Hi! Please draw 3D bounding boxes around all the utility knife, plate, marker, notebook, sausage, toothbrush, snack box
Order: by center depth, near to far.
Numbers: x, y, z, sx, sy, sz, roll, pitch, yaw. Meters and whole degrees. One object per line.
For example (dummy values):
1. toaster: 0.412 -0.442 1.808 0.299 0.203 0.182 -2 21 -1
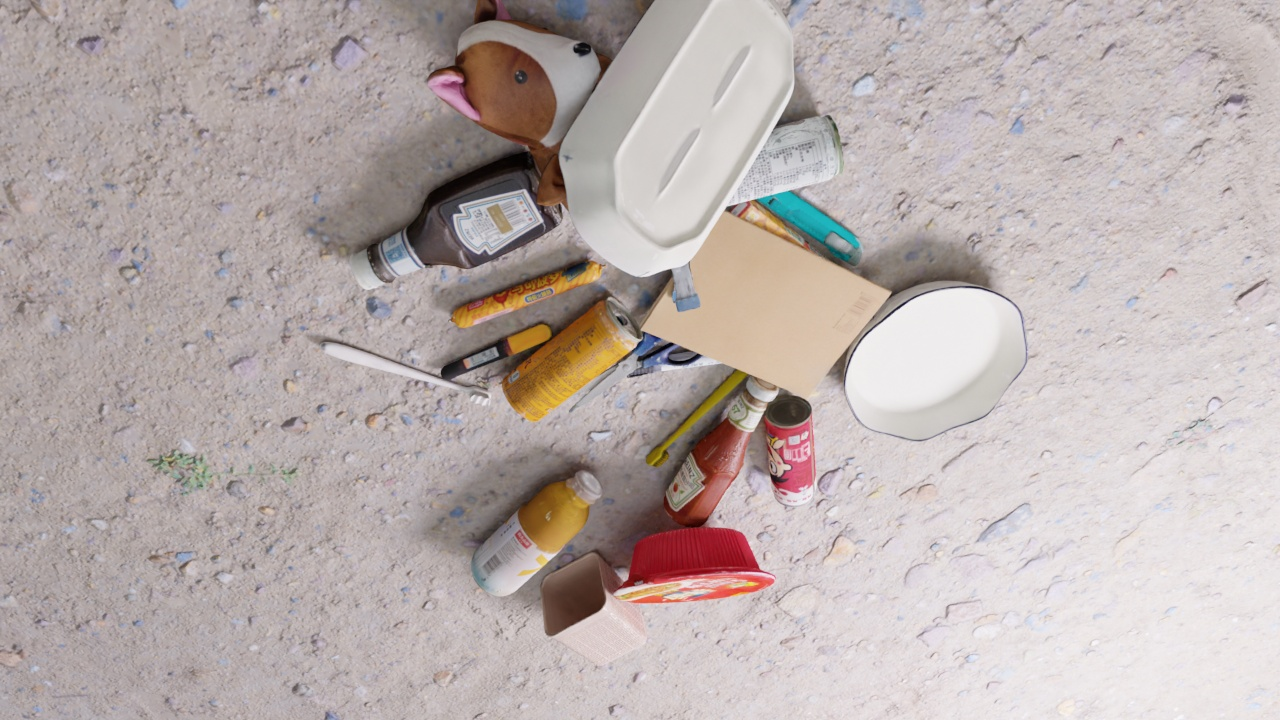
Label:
1. plate: 0.044 -0.192 0.731 0.162 0.034 0.265 39 79 -36
2. sausage: -0.111 -0.065 0.893 0.165 0.021 0.021 -20 127 4
3. utility knife: 0.167 -0.134 0.897 0.151 0.012 0.029 28 115 -27
4. snack box: 0.136 -0.092 0.914 0.155 0.027 0.077 31 117 -28
5. notebook: 0.126 -0.050 0.918 0.211 0.012 0.150 21 121 -22
6. toothbrush: -0.236 0.014 0.933 0.180 0.016 0.016 20 118 -23
7. marker: -0.147 -0.008 0.934 0.124 0.015 0.018 -22 89 8
8. marker: 0.046 0.001 0.974 0.130 0.018 0.023 -8 147 -4
9. plate: 0.317 -0.002 1.003 0.205 0.045 0.205 -5 126 -7
10. toothbrush: 0.073 0.057 1.021 0.016 0.015 0.190 29 117 -33

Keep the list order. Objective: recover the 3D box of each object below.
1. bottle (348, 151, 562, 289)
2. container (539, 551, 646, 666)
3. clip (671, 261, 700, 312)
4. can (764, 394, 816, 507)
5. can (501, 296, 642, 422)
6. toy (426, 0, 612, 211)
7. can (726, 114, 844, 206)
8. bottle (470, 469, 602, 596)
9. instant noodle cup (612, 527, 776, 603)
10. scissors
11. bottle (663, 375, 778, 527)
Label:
1. bottle: -0.170 -0.118 0.830 0.195 0.044 0.080 -23 127 8
2. container: -0.056 0.315 1.148 0.090 0.089 0.111 -31 129 12
3. clip: 0.041 -0.076 0.869 0.027 0.045 0.058 -9 118 2
4. can: 0.173 0.106 1.052 0.053 0.053 0.133 -12 128 -1
5. can: -0.070 0.000 0.926 0.146 0.058 0.058 -37 124 17
6. toy: -0.068 -0.203 0.739 0.199 0.139 0.131 37 139 -27
7. can: 0.104 -0.176 0.826 0.147 0.058 0.058 -15 128 1
8. bottle: -0.118 0.197 1.058 0.068 0.068 0.190 33 114 -29
9. instant noodle cup: 0.061 0.243 1.094 0.194 0.065 0.194 -5 158 -2
10. scissors: -0.012 -0.007 0.946 0.173 0.012 0.125 -8 113 -4
11. bottle: 0.092 0.102 1.032 0.059 0.059 0.207 16 122 -21
